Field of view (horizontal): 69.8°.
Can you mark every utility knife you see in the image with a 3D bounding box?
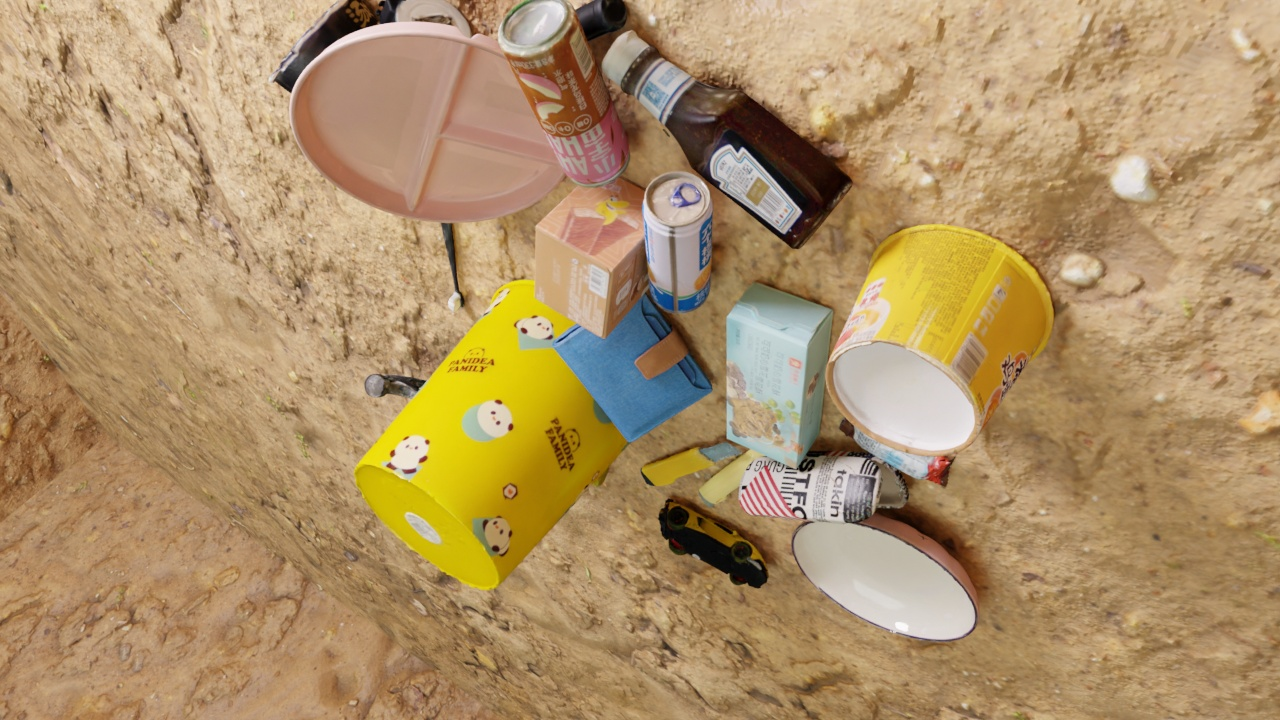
[{"bbox_3d":[0.054,0.115,1.023,0.033,0.015,0.210,46,150,-8],"label":"utility knife"},{"bbox_3d":[0.102,0.126,0.989,0.031,0.018,0.168,37,149,-3],"label":"utility knife"}]

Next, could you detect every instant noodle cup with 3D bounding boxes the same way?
[{"bbox_3d":[0.201,-0.007,0.640,0.138,0.109,0.138,27,147,19],"label":"instant noodle cup"},{"bbox_3d":[-0.244,-0.245,0.817,0.120,0.111,0.111,43,149,-22],"label":"instant noodle cup"}]

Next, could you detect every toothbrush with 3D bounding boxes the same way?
[{"bbox_3d":[-0.211,-0.116,1.012,0.016,0.018,0.181,31,146,18],"label":"toothbrush"},{"bbox_3d":[-0.089,-0.243,0.725,0.213,0.027,0.026,-2,85,48],"label":"toothbrush"}]

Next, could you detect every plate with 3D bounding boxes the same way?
[{"bbox_3d":[0.246,0.208,0.918,0.192,0.038,0.193,26,147,18],"label":"plate"},{"bbox_3d":[-0.169,-0.192,0.762,0.229,0.028,0.230,-1,153,-1],"label":"plate"}]

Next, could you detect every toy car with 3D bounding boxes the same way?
[{"bbox_3d":[0.087,0.220,1.096,0.156,0.041,0.071,25,145,24],"label":"toy car"}]

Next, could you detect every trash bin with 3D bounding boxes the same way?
[{"bbox_3d":[-0.142,0.083,0.961,0.230,0.254,0.230,26,146,19],"label":"trash bin"}]

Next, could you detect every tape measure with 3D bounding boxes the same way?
[{"bbox_3d":[-0.172,-0.263,0.746,0.034,0.065,0.065,-37,75,54],"label":"tape measure"}]

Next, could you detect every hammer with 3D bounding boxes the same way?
[{"bbox_3d":[-0.191,0.087,1.188,0.323,0.032,0.126,22,-176,13],"label":"hammer"}]

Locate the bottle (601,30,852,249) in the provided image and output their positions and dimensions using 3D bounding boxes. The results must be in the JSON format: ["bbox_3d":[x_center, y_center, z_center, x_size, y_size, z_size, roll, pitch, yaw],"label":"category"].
[{"bbox_3d":[0.057,-0.162,0.658,0.195,0.044,0.080,39,157,3],"label":"bottle"}]

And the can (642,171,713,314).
[{"bbox_3d":[0.031,-0.091,0.734,0.053,0.053,0.135,29,160,16],"label":"can"}]

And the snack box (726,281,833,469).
[{"bbox_3d":[0.119,0.017,0.806,0.074,0.051,0.175,24,145,25],"label":"snack box"}]

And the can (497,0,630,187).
[{"bbox_3d":[-0.053,-0.195,0.682,0.058,0.057,0.147,21,160,26],"label":"can"}]

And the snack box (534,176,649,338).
[{"bbox_3d":[-0.033,-0.092,0.786,0.077,0.094,0.093,31,147,14],"label":"snack box"}]

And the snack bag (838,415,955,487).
[{"bbox_3d":[0.222,0.076,0.798,0.105,0.026,0.045,28,155,19],"label":"snack bag"}]

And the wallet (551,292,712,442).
[{"bbox_3d":[-0.005,0.005,0.886,0.133,0.106,0.040,54,-171,-24],"label":"wallet"}]

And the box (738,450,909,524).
[{"bbox_3d":[0.176,0.122,0.874,0.088,0.076,0.163,21,161,-35],"label":"box"}]
